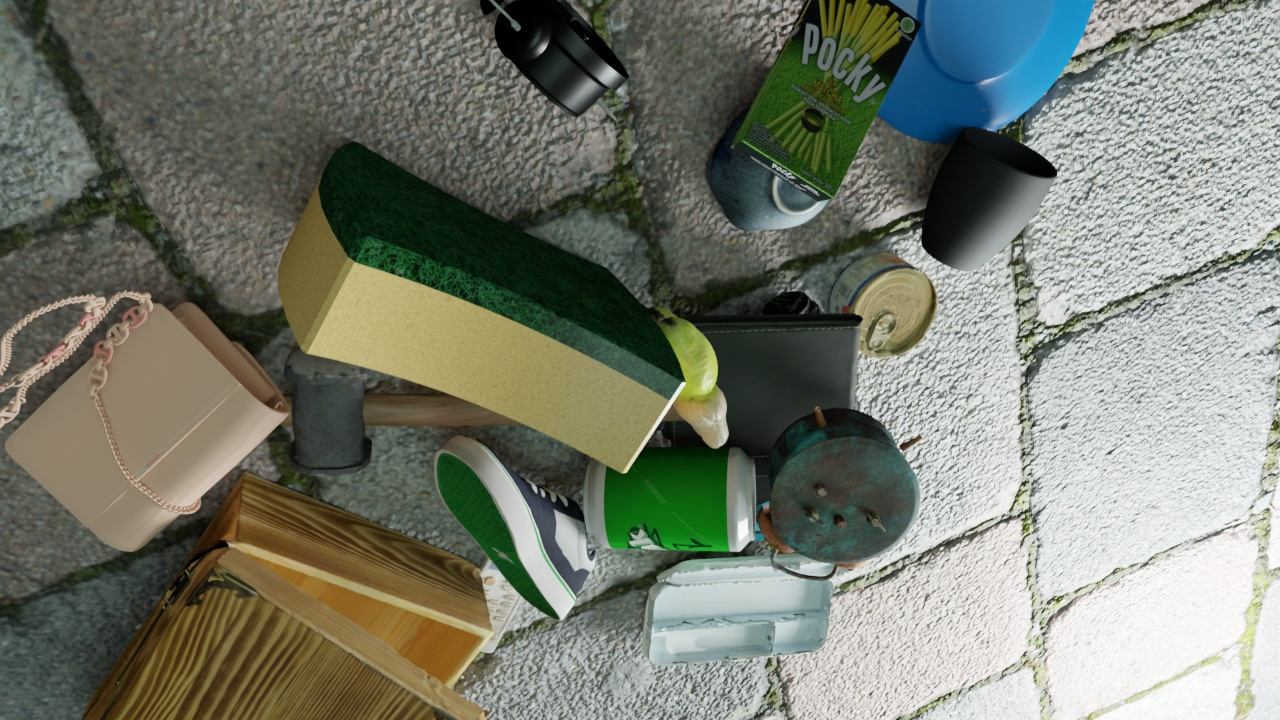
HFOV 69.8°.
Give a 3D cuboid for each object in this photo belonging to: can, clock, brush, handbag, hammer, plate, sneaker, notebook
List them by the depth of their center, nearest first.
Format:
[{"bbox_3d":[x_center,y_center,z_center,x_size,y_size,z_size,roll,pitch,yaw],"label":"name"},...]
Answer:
[{"bbox_3d":[-0.350,0.061,0.592,0.199,0.187,0.116,-41,94,4],"label":"handbag"},{"bbox_3d":[-0.062,-0.211,0.602,0.043,0.091,0.120,-41,136,18],"label":"clock"},{"bbox_3d":[-0.105,-0.040,0.617,0.250,0.195,0.075,24,107,-28],"label":"brush"},{"bbox_3d":[0.267,-0.279,0.713,0.224,0.024,0.225,-8,119,-14],"label":"plate"},{"bbox_3d":[-0.113,0.039,0.729,0.328,0.052,0.098,1,117,-14],"label":"hammer"},{"bbox_3d":[-0.094,0.124,0.756,0.078,0.084,0.235,-50,143,-26],"label":"sneaker"},{"bbox_3d":[0.160,0.122,0.766,0.121,0.073,0.158,16,111,-5],"label":"clock"},{"bbox_3d":[0.027,0.118,0.786,0.140,0.087,0.088,-1,120,10],"label":"can"},{"bbox_3d":[0.102,0.050,0.800,0.169,0.029,0.209,-1,125,6],"label":"notebook"},{"bbox_3d":[0.214,-0.049,0.809,0.086,0.043,0.086,-8,119,-14],"label":"can"},{"bbox_3d":[0.151,0.005,0.810,0.054,0.054,0.138,-31,122,-1],"label":"can"}]

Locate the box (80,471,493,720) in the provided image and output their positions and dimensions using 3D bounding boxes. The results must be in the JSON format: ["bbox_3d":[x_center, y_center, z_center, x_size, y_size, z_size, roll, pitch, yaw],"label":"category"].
[{"bbox_3d":[-0.294,0.278,0.720,0.258,0.220,0.279,31,106,-28],"label":"box"}]

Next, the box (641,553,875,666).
[{"bbox_3d":[0.112,0.233,0.915,0.210,0.084,0.186,-1,128,-17],"label":"box"}]

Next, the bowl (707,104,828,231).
[{"bbox_3d":[0.113,-0.145,0.717,0.110,0.055,0.110,-8,120,-15],"label":"bowl"}]

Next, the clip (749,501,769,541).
[{"bbox_3d":[0.134,0.138,0.835,0.121,0.033,0.119,16,131,-12],"label":"clip"}]

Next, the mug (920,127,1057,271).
[{"bbox_3d":[0.293,-0.134,0.777,0.118,0.085,0.100,-19,141,-43],"label":"mug"}]

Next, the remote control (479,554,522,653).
[{"bbox_3d":[-0.134,0.216,0.855,0.050,0.011,0.136,19,110,-26],"label":"remote control"}]

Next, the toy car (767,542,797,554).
[{"bbox_3d":[0.165,0.149,0.909,0.049,0.030,0.107,22,107,-26],"label":"toy car"}]

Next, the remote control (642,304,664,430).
[{"bbox_3d":[-0.005,0.005,0.771,0.046,0.009,0.125,8,123,24],"label":"remote control"}]

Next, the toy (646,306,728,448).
[{"bbox_3d":[0.037,0.014,0.707,0.046,0.092,0.115,-28,108,-10],"label":"toy"}]

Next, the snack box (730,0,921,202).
[{"bbox_3d":[0.136,-0.201,0.670,0.080,0.025,0.147,28,85,-14],"label":"snack box"}]
